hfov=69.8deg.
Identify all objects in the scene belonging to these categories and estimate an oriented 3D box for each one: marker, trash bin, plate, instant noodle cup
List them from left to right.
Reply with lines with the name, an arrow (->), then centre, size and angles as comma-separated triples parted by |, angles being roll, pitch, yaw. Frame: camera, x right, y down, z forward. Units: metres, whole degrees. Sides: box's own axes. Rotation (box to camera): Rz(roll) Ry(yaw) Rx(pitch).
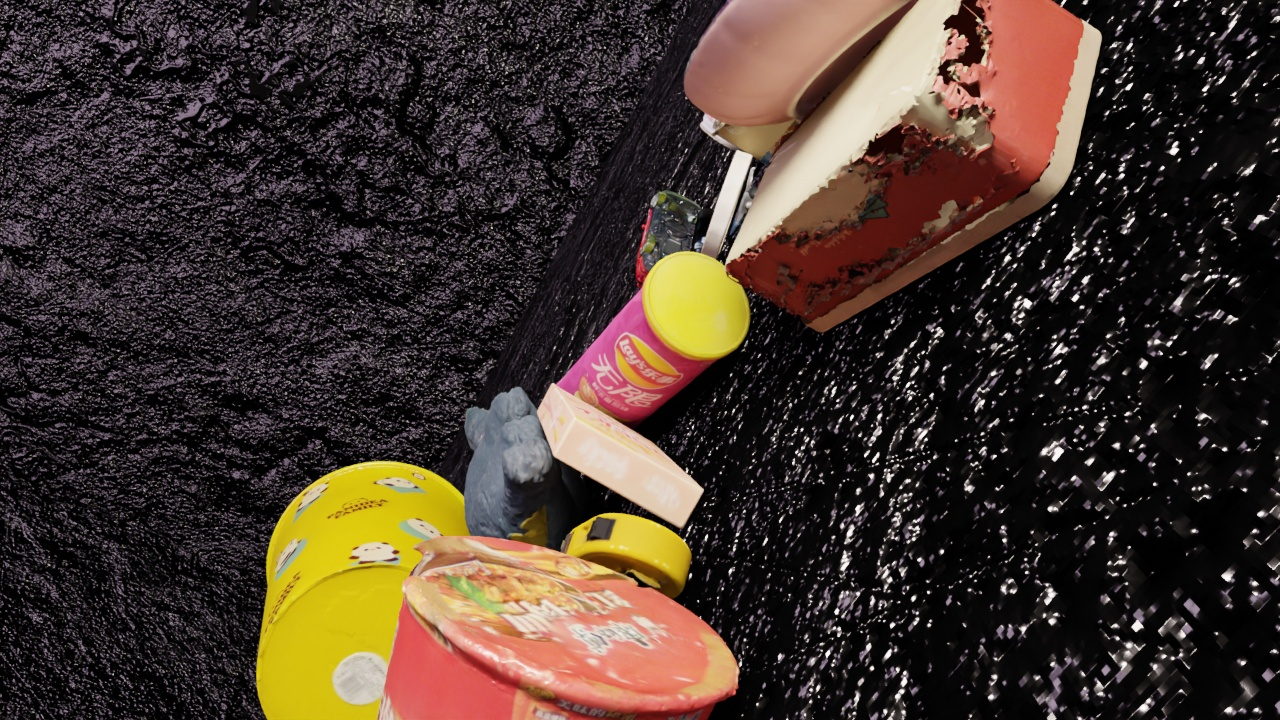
trash bin -> -0.250, 0.237, 0.875 | 0.229, 0.229, 0.255 | -63, 17, 0
instant noodle cup -> -0.042, 0.147, 0.361 | 0.138, 0.138, 0.108 | -144, 73, -79
marker -> 0.049, -0.088, 0.756 | 0.131, 0.020, 0.022 | -78, 3, -55
plate -> 0.111, -0.163, 0.423 | 0.192, 0.039, 0.192 | -31, -4, -3

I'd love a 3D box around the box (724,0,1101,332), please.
box -> 0.096, -0.084, 0.387 | 0.091, 0.077, 0.169 | -67, 11, -23

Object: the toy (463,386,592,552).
toy -> -0.093, 0.097, 0.698 | 0.356, 0.091, 0.138 | -166, 58, -74

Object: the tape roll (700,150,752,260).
tape roll -> 0.066, -0.118, 0.707 | 0.086, 0.014, 0.086 | 24, -95, -87

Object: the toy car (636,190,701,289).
toy car -> 0.024, -0.104, 0.820 | 0.045, 0.053, 0.120 | -55, 15, 45

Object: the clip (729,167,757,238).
clip -> 0.081, -0.117, 0.683 | 0.057, 0.029, 0.024 | -60, 5, 47

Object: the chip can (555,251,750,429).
chip can -> -0.004, 0.004, 0.645 | 0.211, 0.071, 0.071 | -44, 21, 58

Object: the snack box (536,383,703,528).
snack box -> -0.019, 0.054, 0.564 | 0.026, 0.084, 0.157 | -59, 11, -1

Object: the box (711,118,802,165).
box -> 0.122, -0.230, 0.667 | 0.185, 0.059, 0.089 | -42, 24, 56

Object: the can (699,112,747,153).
can -> 0.105, -0.246, 0.782 | 0.135, 0.053, 0.053 | -58, 12, 24

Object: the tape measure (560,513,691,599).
tape measure -> -0.005, 0.101, 0.457 | 0.057, 0.060, 0.028 | -39, 25, 52
